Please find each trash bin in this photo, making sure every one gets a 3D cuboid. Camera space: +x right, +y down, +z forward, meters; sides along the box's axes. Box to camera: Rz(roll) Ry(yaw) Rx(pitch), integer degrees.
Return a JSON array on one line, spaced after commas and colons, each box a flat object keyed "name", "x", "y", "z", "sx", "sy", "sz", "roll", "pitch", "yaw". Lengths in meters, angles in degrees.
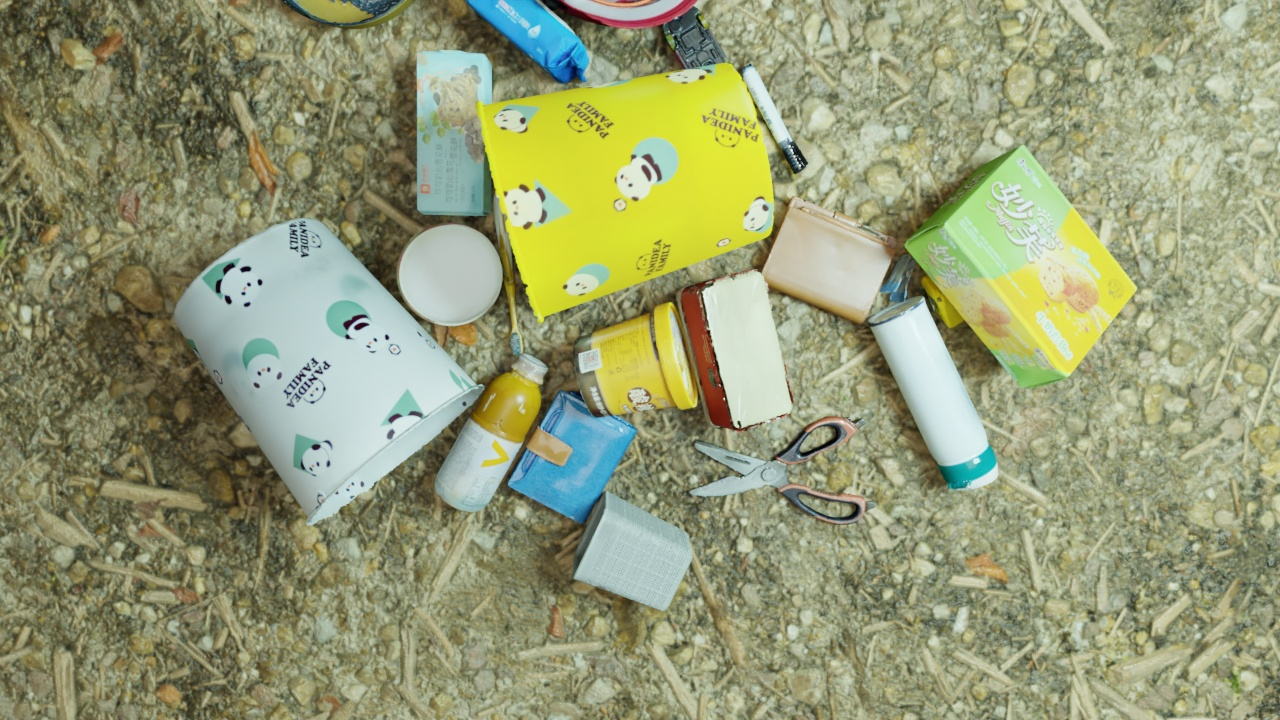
[{"name": "trash bin", "x": -0.014, "y": -0.181, "z": 0.939, "sx": 0.255, "sy": 0.229, "sz": 0.229, "roll": -15, "pitch": 97, "yaw": -2}, {"name": "trash bin", "x": -0.334, "y": 0.005, "z": 0.970, "sx": 0.230, "sy": 0.229, "sz": 0.252, "roll": -40, "pitch": 90, "yaw": 5}]

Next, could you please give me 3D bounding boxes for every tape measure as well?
[{"name": "tape measure", "x": 0.332, "y": -0.070, "z": 1.020, "sx": 0.029, "sy": 0.057, "sz": 0.060, "roll": -30, "pitch": 136, "yaw": 7}]

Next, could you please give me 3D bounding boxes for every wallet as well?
[{"name": "wallet", "x": -0.080, "y": 0.111, "z": 1.064, "sx": 0.106, "sy": 0.040, "sz": 0.133, "roll": 29, "pitch": 96, "yaw": -7}, {"name": "wallet", "x": 0.210, "y": -0.113, "z": 1.031, "sx": 0.132, "sy": 0.031, "sz": 0.108, "roll": 21, "pitch": 99, "yaw": -3}]

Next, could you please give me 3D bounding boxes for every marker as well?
[{"name": "marker", "x": 0.149, "y": -0.268, "z": 1.018, "sx": 0.023, "sy": 0.018, "sz": 0.131, "roll": -22, "pitch": 100, "yaw": 47}]

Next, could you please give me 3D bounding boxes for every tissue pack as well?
[{"name": "tissue pack", "x": -0.119, "y": -0.358, "z": 0.975, "sx": 0.157, "sy": 0.095, "sz": 0.052, "roll": 40, "pitch": 98, "yaw": -2}]

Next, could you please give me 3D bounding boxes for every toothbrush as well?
[{"name": "toothbrush", "x": -0.152, "y": -0.097, "z": 1.047, "sx": 0.016, "sy": 0.018, "sz": 0.191, "roll": -6, "pitch": 97, "yaw": 0}]

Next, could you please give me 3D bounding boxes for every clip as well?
[{"name": "clip", "x": 0.293, "y": -0.095, "z": 1.033, "sx": 0.045, "sy": 0.027, "sz": 0.058, "roll": 30, "pitch": 76, "yaw": -27}]

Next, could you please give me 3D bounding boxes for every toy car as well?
[{"name": "toy car", "x": 0.065, "y": -0.335, "z": 1.005, "sx": 0.049, "sy": 0.031, "sz": 0.106, "roll": -32, "pitch": 97, "yaw": 4}]

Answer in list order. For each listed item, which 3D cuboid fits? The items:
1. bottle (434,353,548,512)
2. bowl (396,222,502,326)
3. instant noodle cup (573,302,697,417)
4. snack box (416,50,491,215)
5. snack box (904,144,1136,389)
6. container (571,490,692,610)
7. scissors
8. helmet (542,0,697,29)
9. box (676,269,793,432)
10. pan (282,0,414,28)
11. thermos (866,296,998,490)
[{"name": "bottle", "x": -0.166, "y": 0.081, "z": 1.045, "sx": 0.068, "sy": 0.068, "sz": 0.189, "roll": 30, "pitch": 97, "yaw": -3}, {"name": "bowl", "x": -0.211, "y": -0.093, "z": 1.022, "sx": 0.113, "sy": 0.062, "sz": 0.113, "roll": 0, "pitch": 89, "yaw": -8}, {"name": "instant noodle cup", "x": -0.006, "y": 0.006, "z": 1.013, "sx": 0.114, "sy": 0.118, "sz": 0.118, "roll": -13, "pitch": 97, "yaw": 10}, {"name": "snack box", "x": -0.205, "y": -0.248, "z": 1.012, "sx": 0.074, "sy": 0.051, "sz": 0.175, "roll": 1, "pitch": 97, "yaw": 0}, {"name": "snack box", "x": 0.406, "y": -0.099, "z": 0.978, "sx": 0.157, "sy": 0.070, "sz": 0.210, "roll": -43, "pitch": 95, "yaw": -23}, {"name": "container", "x": -0.008, "y": 0.221, "z": 1.051, "sx": 0.114, "sy": 0.090, "sz": 0.090, "roll": 25, "pitch": 97, "yaw": -5}, {"name": "scissors", "x": 0.172, "y": 0.131, "z": 1.072, "sx": 0.227, "sy": 0.015, "sz": 0.189, "roll": -36, "pitch": 95, "yaw": 6}, {"name": "helmet", "x": -0.044, "y": -0.447, "z": 0.941, "sx": 0.240, "sy": 0.144, "sz": 0.207, "roll": 43, "pitch": 90, "yaw": -18}, {"name": "box", "x": 0.110, "y": -0.011, "z": 1.009, "sx": 0.091, "sy": 0.080, "sz": 0.168, "roll": -17, "pitch": 98, "yaw": -21}, {"name": "pan", "x": -0.379, "y": -0.510, "z": 0.969, "sx": 0.357, "sy": 0.078, "sz": 0.198, "roll": 41, "pitch": 96, "yaw": -4}, {"name": "thermos", "x": 0.334, "y": 0.041, "z": 1.032, "sx": 0.073, "sy": 0.073, "sz": 0.224, "roll": -27, "pitch": 96, "yaw": 4}]
